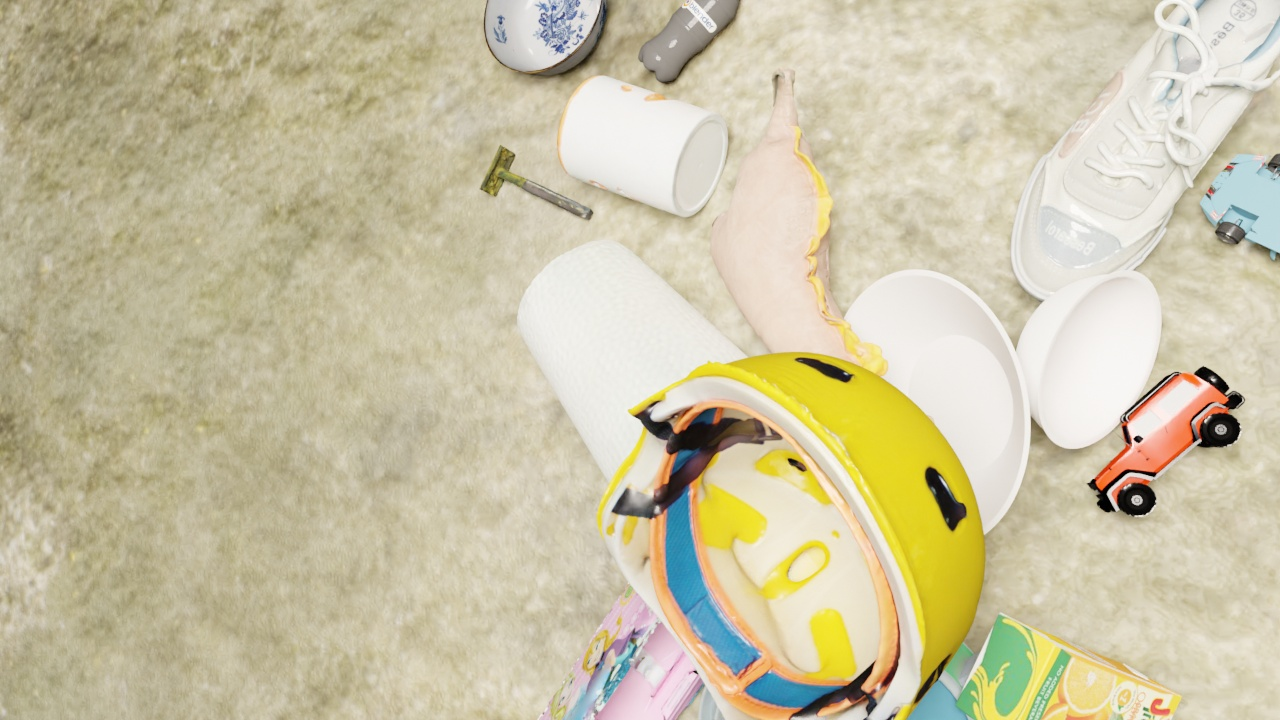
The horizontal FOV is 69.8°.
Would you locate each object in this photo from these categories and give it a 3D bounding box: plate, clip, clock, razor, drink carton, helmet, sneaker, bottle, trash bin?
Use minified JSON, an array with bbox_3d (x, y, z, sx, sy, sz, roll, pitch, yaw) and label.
[{"bbox_3d":[0.188,0.029,0.583,0.174,0.036,0.174,19,111,62],"label":"plate"},{"bbox_3d":[0.082,0.209,0.620,0.027,0.090,0.162,-153,56,-64],"label":"clip"},{"bbox_3d":[0.154,0.243,0.583,0.122,0.075,0.162,20,104,25],"label":"clock"},{"bbox_3d":[-0.085,-0.143,0.773,0.106,0.026,0.042,28,93,22],"label":"razor"},{"bbox_3d":[0.245,0.194,0.520,0.058,0.122,0.041,-65,25,1],"label":"drink carton"},{"bbox_3d":[0.098,0.087,0.493,0.209,0.139,0.241,51,143,23],"label":"helmet"},{"bbox_3d":[0.306,-0.145,0.550,0.089,0.090,0.242,38,100,23],"label":"sneaker"},{"bbox_3d":[0.046,-0.267,0.719,0.110,0.036,0.036,-43,68,14],"label":"bottle"},{"bbox_3d":[-0.004,0.004,0.658,0.133,0.133,0.161,-46,60,12],"label":"trash bin"}]

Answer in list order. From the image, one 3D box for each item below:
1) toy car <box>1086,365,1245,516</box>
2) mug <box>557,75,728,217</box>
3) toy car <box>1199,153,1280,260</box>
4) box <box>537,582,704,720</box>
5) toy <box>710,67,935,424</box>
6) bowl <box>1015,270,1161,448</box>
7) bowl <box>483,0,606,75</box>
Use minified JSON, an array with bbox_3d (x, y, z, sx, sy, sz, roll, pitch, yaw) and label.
[{"bbox_3d":[0.307,0.049,0.545,0.100,0.051,0.049,-46,70,13],"label":"toy car"},{"bbox_3d":[0.002,-0.164,0.701,0.105,0.082,0.082,25,93,25],"label":"mug"},{"bbox_3d":[0.390,-0.079,0.537,0.108,0.027,0.060,40,100,34],"label":"toy car"},{"bbox_3d":[-0.006,0.213,0.647,0.084,0.090,0.230,37,99,26],"label":"box"},{"bbox_3d":[0.120,-0.040,0.593,0.197,0.065,0.264,105,147,-44],"label":"toy"},{"bbox_3d":[0.262,-0.005,0.557,0.040,0.109,0.110,32,98,54],"label":"bowl"},{"bbox_3d":[-0.073,-0.288,0.773,0.114,0.045,0.114,-4,81,24],"label":"bowl"}]
